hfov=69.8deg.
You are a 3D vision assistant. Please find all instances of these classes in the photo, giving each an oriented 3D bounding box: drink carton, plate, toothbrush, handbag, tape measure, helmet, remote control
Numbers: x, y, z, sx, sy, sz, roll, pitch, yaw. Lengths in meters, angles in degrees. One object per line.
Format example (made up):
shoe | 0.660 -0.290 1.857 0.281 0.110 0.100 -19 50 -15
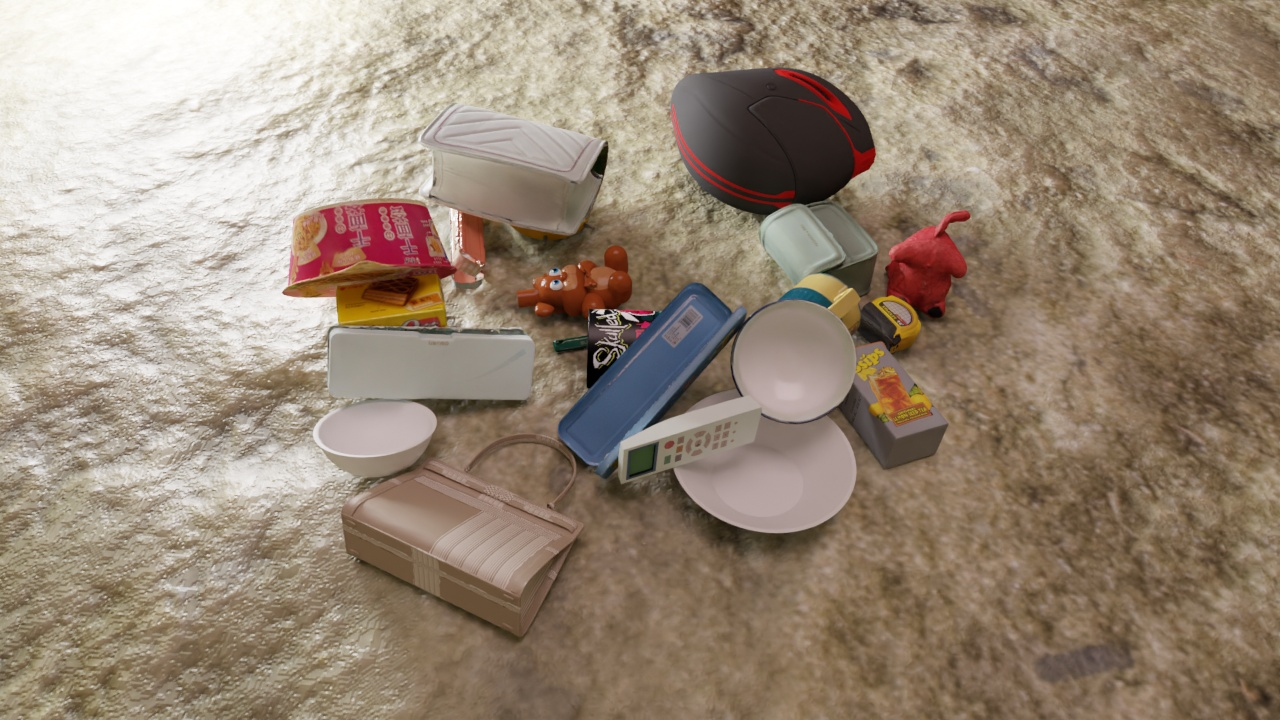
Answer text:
drink carton | 0.246 0.043 0.934 0.076 0.049 0.124 -14 47 -18
plate | 0.114 0.102 0.872 0.174 0.036 0.173 2 45 -2
toothbrush | -0.004 -0.035 1.015 0.189 0.017 0.016 -11 47 -16
handbag | 0.214 -0.131 1.096 0.106 0.067 0.121 -14 48 -16
tape measure | 0.279 -0.039 1.028 0.064 0.037 0.065 -27 55 -28
helmet | 0.149 -0.274 1.167 0.265 0.164 0.169 33 62 13
remote control | 0.045 0.068 0.836 0.143 0.050 0.024 -15 49 -19
handbag | -0.131 0.126 0.823 0.176 0.062 0.197 20 38 18
handbag | -0.149 -0.229 1.085 0.198 0.096 0.141 15 40 6

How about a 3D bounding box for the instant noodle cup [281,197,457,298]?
instant noodle cup | -0.287 -0.119 0.961 0.178 0.179 0.077 -9 89 -14

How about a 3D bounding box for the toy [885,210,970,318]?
toy | 0.329 -0.126 1.063 0.088 0.133 0.093 19 36 0

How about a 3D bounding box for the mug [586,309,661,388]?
mug | -0.006 0.005 0.936 0.098 0.082 0.117 2 63 -3

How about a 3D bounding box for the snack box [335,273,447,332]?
snack box | -0.253 -0.033 0.947 0.105 0.084 0.061 -9 44 -13

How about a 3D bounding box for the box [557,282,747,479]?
box | 0.007 0.012 0.867 0.074 0.078 0.209 41 82 5

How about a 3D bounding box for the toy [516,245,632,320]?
toy | -0.075 -0.084 1.028 0.127 0.065 0.094 -7 43 -4

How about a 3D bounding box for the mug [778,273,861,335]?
mug | 0.179 -0.039 0.969 0.107 0.114 0.083 -36 91 -32

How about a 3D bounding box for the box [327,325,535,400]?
box | -0.205 0.005 0.903 0.198 0.066 0.083 0 82 -21

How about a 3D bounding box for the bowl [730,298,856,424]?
bowl | 0.146 0.001 0.890 0.118 0.118 0.062 9 1 5

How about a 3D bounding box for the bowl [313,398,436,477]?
bowl | -0.245 0.079 0.856 0.110 0.041 0.109 1 25 -1

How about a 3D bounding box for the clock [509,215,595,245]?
clock | -0.125 -0.210 1.162 0.113 0.052 0.152 -22 55 -24

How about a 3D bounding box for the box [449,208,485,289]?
box | -0.211 -0.153 1.115 0.058 0.063 0.188 18 37 -24
